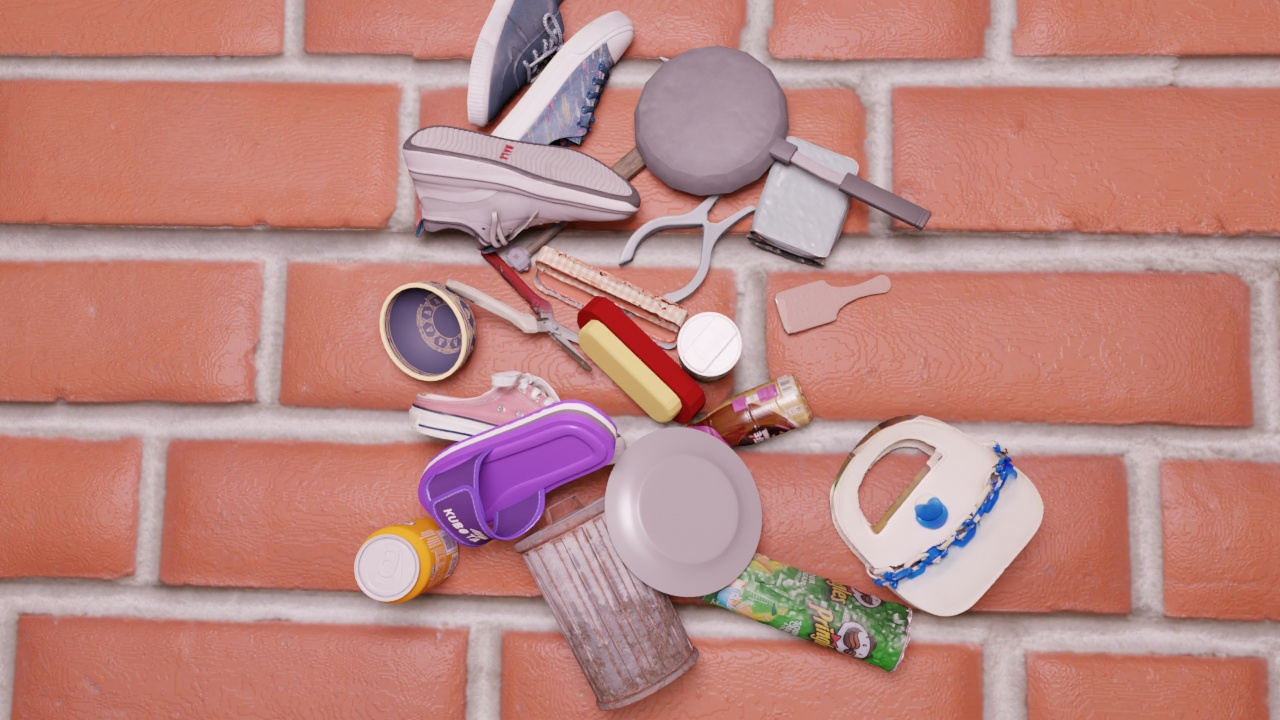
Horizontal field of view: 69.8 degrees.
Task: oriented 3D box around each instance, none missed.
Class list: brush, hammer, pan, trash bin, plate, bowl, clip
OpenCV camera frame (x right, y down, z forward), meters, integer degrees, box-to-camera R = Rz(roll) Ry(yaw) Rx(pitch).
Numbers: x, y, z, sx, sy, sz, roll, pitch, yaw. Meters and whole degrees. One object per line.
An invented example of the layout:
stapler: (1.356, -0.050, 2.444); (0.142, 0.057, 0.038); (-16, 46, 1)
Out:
brush: (-0.006, 0.006, 1.018); (0.173, 0.082, 0.041); (44, 70, 3)
brush: (0.223, -0.071, 1.056); (0.135, 0.015, 0.050); (-17, 85, -4)
hammer: (-0.034, -0.216, 1.075); (0.317, 0.028, 0.147); (-40, 78, -1)
pan: (0.153, -0.234, 1.011); (0.357, 0.041, 0.178); (30, 84, 14)
trash bin: (-0.039, 0.246, 0.984); (0.131, 0.131, 0.211); (-27, 86, 0)
plate: (0.049, 0.156, 0.963); (0.178, 0.012, 0.178); (6, 71, -18)
bowl: (-0.232, -0.039, 1.047); (0.112, 0.061, 0.112); (7, 109, 20)
clip: (0.036, -0.158, 1.065); (0.141, 0.029, 0.171); (39, 87, 4)

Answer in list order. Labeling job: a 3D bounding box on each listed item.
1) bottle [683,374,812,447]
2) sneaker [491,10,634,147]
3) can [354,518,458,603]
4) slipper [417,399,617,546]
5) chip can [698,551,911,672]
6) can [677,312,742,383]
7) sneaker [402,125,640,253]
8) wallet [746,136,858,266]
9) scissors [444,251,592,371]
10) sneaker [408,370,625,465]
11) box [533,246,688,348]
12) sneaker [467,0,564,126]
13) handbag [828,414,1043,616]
bottle: (0.106, 0.070, 1.027); (0.166, 0.059, 0.059); (-22, 84, 9)
sneaker: (-0.081, -0.297, 1.059); (0.079, 0.087, 0.235); (42, 92, 0)
can: (-0.251, 0.215, 0.991); (0.079, 0.142, 0.079); (0, 85, 3)
slipper: (-0.141, 0.135, 0.949); (0.267, 0.083, 0.107); (-28, 126, 31)
chip can: (0.176, 0.264, 0.998); (0.223, 0.075, 0.075); (19, 86, 4)
can: (0.075, -0.012, 1.003); (0.067, 0.121, 0.067); (0, 85, 3)
sneaker: (-0.134, -0.173, 1.025); (0.263, 0.096, 0.129); (9, 128, -5)
wallet: (0.186, -0.181, 1.048); (0.100, 0.054, 0.131); (22, 84, -3)
scissors: (-0.135, -0.061, 1.047); (0.015, 0.179, 0.193); (-52, 51, 35)
sneaker: (-0.128, 0.057, 1.008); (0.241, 0.118, 0.088); (13, 91, -11)
box: (-0.036, -0.072, 1.043); (0.187, 0.083, 0.043); (25, 72, 7)
sneaker: (-0.133, -0.372, 1.068); (0.087, 0.089, 0.235); (19, 82, 0)
handbag: (0.311, 0.160, 0.995); (0.199, 0.093, 0.200); (38, 88, 13)
